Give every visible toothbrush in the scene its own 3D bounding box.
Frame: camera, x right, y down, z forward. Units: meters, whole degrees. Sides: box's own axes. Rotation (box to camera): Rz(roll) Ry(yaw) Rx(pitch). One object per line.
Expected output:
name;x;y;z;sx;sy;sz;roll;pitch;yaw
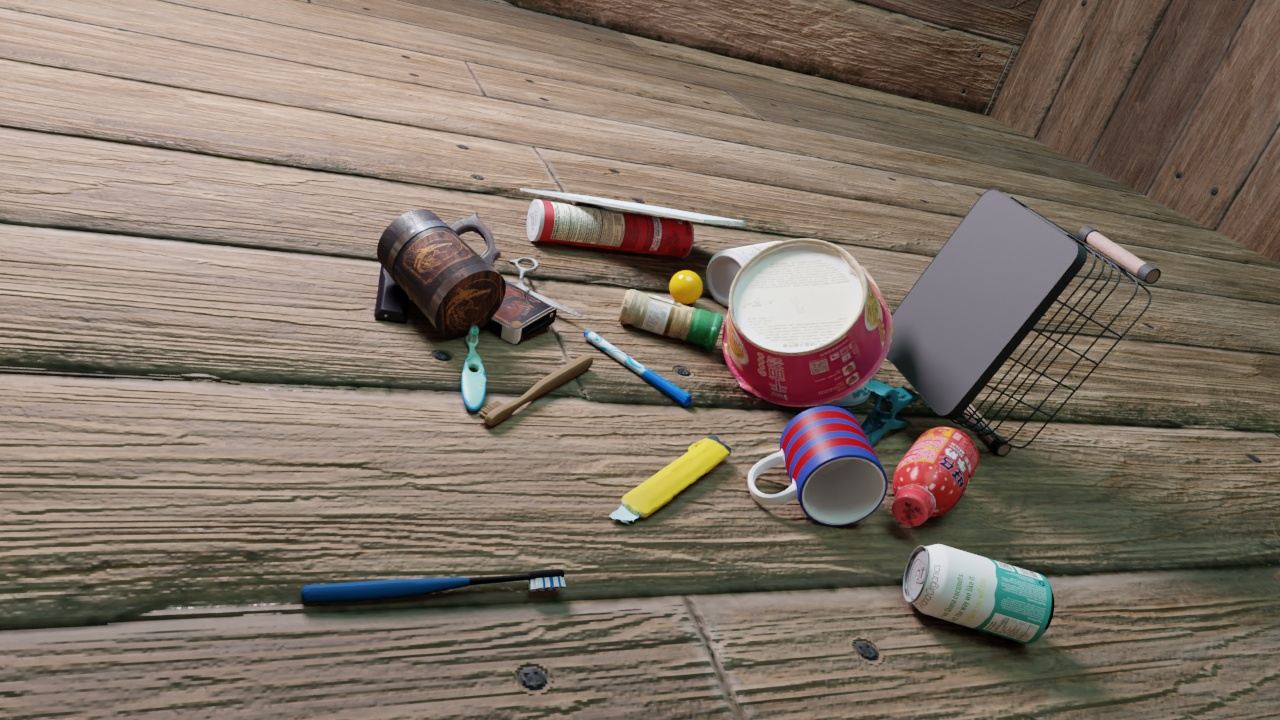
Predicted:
toothbrush;-0.128;0.145;0.588;0.167;0.014;0.014;1;65;-23
toothbrush;-0.152;0.005;0.833;0.022;0.017;0.135;9;28;-16
toothbrush;-0.091;0.024;0.835;0.016;0.016;0.166;28;30;19

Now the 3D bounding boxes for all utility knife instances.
utility knife;0.027;0.098;0.765;0.030;0.017;0.164;26;28;26

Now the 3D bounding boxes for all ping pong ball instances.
ping pong ball;0.054;-0.088;1.097;0.040;0.040;0.040;13;28;-7

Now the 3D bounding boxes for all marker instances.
marker;-0.005;0.005;0.921;0.142;0.013;0.013;33;32;28

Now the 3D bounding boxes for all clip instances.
clip;0.248;0.036;0.919;0.031;0.121;0.129;27;40;34

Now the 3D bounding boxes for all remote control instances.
remote control;-0.250;-0.078;0.932;0.032;0.015;0.136;9;29;-16

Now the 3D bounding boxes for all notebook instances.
notebook;-0.005;-0.201;1.208;0.254;0.009;0.180;13;12;21

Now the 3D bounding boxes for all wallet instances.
wallet;-0.153;-0.062;0.947;0.123;0.019;0.072;29;40;22

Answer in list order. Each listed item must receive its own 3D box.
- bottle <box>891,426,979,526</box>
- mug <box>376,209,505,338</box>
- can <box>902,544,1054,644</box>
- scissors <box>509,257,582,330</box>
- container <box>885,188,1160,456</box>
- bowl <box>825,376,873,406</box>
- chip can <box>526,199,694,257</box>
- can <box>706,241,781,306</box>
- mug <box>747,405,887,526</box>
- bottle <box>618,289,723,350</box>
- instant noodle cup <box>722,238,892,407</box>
bottle;0.262;0.109;0.832;0.062;0.062;0.137;29;31;21
mug;-0.181;-0.094;0.897;0.115;0.080;0.107;-32;61;-28
can;0.259;0.178;0.706;0.101;0.055;0.054;17;27;-1
scissors;-0.142;-0.077;0.994;0.161;0.014;0.141;6;35;-10
container;0.383;-0.040;0.953;0.130;0.242;0.162;22;24;-26
bowl;0.199;-0.020;1.017;0.144;0.074;0.143;13;28;-7
chip can;-0.036;-0.168;1.182;0.214;0.052;0.051;3;30;-25
can;0.147;-0.111;1.161;0.070;0.070;0.131;35;32;31
mug;0.147;0.094;0.794;0.112;0.075;0.076;-12;30;2
bottle;0.033;-0.045;1.006;0.111;0.043;0.043;16;27;0
instant noodle cup;0.164;-0.048;0.939;0.179;0.078;0.178;-8;59;14
